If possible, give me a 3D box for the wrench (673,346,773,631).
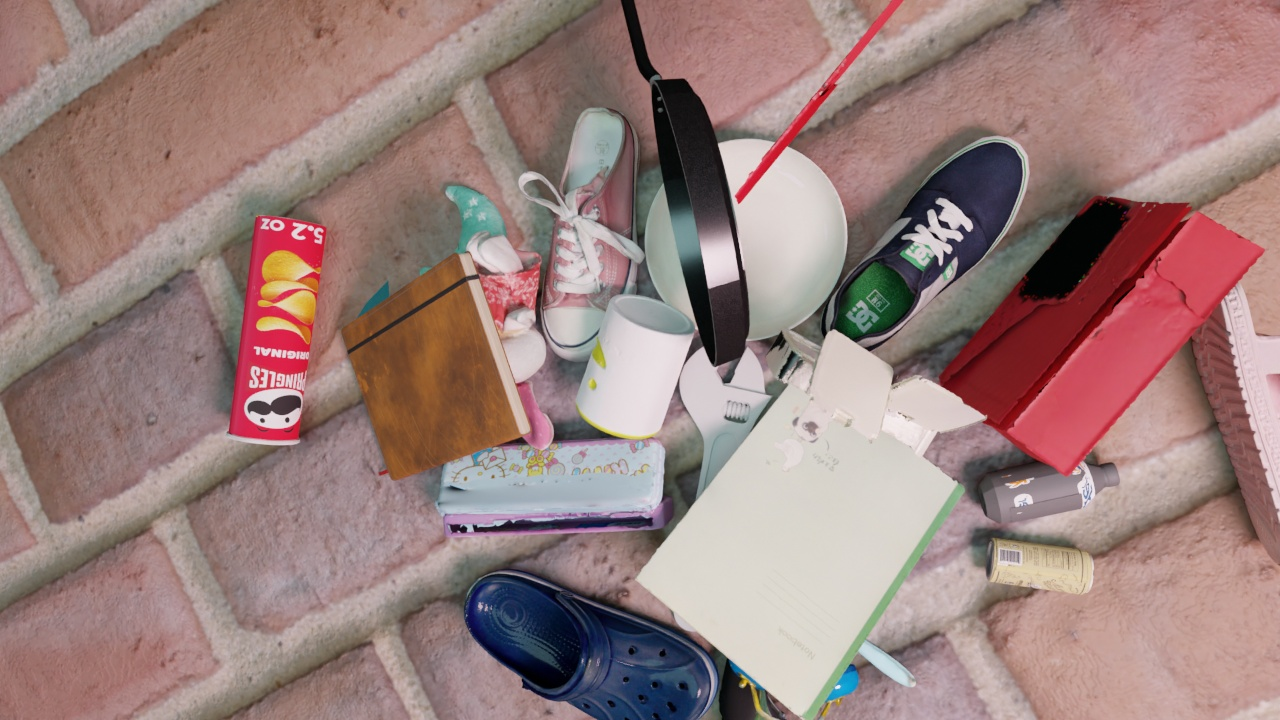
[{"bbox_3d":[0.061,0.117,0.858,0.087,0.018,0.273,12,94,11],"label":"wrench"}]

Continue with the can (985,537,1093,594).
[{"bbox_3d":[0.342,0.177,0.789,0.079,0.038,0.038,6,91,11],"label":"can"}]

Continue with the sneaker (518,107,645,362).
[{"bbox_3d":[-0.049,-0.118,0.844,0.118,0.087,0.241,7,90,11],"label":"sneaker"}]

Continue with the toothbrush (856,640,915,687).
[{"bbox_3d":[0.173,0.240,0.836,0.180,0.016,0.016,35,96,8],"label":"toothbrush"}]

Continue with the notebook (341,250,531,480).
[{"bbox_3d":[-0.203,0.009,0.846,0.250,0.014,0.178,-21,87,46],"label":"notebook"}]

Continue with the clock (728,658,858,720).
[{"bbox_3d":[0.137,0.233,0.793,0.117,0.060,0.161,11,67,-3],"label":"clock"}]

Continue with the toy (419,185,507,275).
[{"bbox_3d":[-0.171,-0.113,0.899,0.085,0.033,0.105,24,96,21],"label":"toy"}]

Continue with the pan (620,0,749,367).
[{"bbox_3d":[0.031,-0.169,0.737,0.034,0.225,0.356,-13,76,0],"label":"pan"}]

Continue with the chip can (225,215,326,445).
[{"bbox_3d":[-0.363,-0.030,0.917,0.069,0.069,0.220,8,91,11],"label":"chip can"}]

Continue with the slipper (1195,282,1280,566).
[{"bbox_3d":[0.505,0.045,0.730,0.064,0.094,0.239,-16,93,15],"label":"slipper"}]

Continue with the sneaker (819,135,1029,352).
[{"bbox_3d":[0.247,-0.098,0.788,0.084,0.079,0.235,43,97,9],"label":"sneaker"}]

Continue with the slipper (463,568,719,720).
[{"bbox_3d":[-0.056,0.275,0.844,0.253,0.095,0.105,21,91,14],"label":"slipper"}]

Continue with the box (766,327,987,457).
[{"bbox_3d":[0.185,0.020,0.732,0.143,0.191,0.069,27,103,-5],"label":"box"}]

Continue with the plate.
[{"bbox_3d":[0.096,-0.109,0.841,0.182,0.034,0.182,0,90,11],"label":"plate"}]

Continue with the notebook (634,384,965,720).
[{"bbox_3d":[0.142,0.148,0.788,0.182,0.010,0.252,39,70,9],"label":"notebook"}]

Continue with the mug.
[{"bbox_3d":[-0.005,0.005,0.823,0.082,0.082,0.106,24,113,10],"label":"mug"}]

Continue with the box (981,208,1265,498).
[{"bbox_3d":[0.446,0.054,0.691,0.325,0.153,0.214,41,97,24],"label":"box"}]

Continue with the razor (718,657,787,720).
[{"bbox_3d":[0.106,0.289,0.837,0.067,0.054,0.151,5,84,-3],"label":"razor"}]

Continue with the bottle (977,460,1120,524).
[{"bbox_3d":[0.349,0.108,0.785,0.112,0.047,0.047,-15,87,11],"label":"bottle"}]

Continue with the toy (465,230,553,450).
[{"bbox_3d":[-0.129,-0.023,0.832,0.159,0.084,0.195,28,126,31],"label":"toy"}]

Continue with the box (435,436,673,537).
[{"bbox_3d":[-0.080,0.126,0.847,0.214,0.077,0.096,-4,116,12],"label":"box"}]
